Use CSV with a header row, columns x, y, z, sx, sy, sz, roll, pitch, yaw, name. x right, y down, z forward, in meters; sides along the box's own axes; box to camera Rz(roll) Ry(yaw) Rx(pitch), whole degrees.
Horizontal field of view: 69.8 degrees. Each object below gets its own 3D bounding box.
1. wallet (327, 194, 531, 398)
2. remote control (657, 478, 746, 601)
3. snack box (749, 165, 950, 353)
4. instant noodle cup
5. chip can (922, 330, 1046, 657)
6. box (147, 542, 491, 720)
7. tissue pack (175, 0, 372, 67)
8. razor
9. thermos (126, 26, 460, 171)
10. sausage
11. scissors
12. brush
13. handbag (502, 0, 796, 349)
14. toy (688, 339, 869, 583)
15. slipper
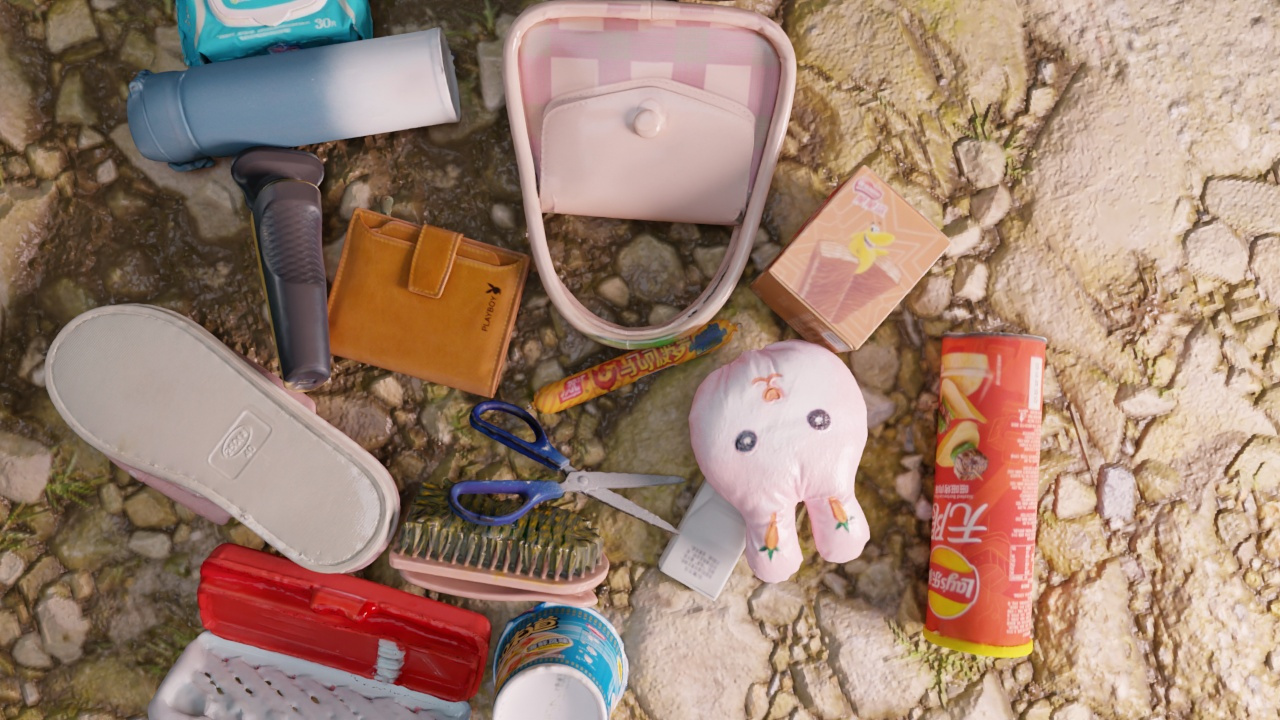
x,y,z,sx,sy,sz,roll,pitch,yaw,name
-0.151,-0.047,0.651,0.130,0.035,0.119,15,95,-1,wallet
0.063,0.105,0.653,0.049,0.024,0.125,29,89,0,remote control
0.137,-0.064,0.624,0.077,0.093,0.094,42,88,0,snack box
-0.057,0.220,0.604,0.099,0.110,0.099,0,89,-1,instant noodle cup
0.238,0.089,0.633,0.073,0.073,0.216,4,89,-1,chip can
-0.207,0.202,0.604,0.201,0.100,0.095,16,122,-1,box
-0.258,-0.258,0.642,0.133,0.050,0.093,-11,90,-1,tissue pack
-0.239,-0.062,0.626,0.062,0.068,0.167,-4,81,-41,razor
-0.238,-0.180,0.635,0.220,0.070,0.070,-10,89,-1,thermos
-0.004,0.004,0.655,0.165,0.021,0.021,-22,89,-2,sausage
-0.056,0.083,0.631,0.162,0.012,0.162,43,49,18,scissors
-0.094,0.133,0.634,0.145,0.063,0.073,11,117,-3,brush
0.000,-0.125,0.635,0.193,0.093,0.234,3,95,0,handbag
0.100,0.067,0.618,0.121,0.054,0.159,-18,93,-5,toy
-0.283,0.052,0.631,0.274,0.054,0.114,29,85,7,slipper
